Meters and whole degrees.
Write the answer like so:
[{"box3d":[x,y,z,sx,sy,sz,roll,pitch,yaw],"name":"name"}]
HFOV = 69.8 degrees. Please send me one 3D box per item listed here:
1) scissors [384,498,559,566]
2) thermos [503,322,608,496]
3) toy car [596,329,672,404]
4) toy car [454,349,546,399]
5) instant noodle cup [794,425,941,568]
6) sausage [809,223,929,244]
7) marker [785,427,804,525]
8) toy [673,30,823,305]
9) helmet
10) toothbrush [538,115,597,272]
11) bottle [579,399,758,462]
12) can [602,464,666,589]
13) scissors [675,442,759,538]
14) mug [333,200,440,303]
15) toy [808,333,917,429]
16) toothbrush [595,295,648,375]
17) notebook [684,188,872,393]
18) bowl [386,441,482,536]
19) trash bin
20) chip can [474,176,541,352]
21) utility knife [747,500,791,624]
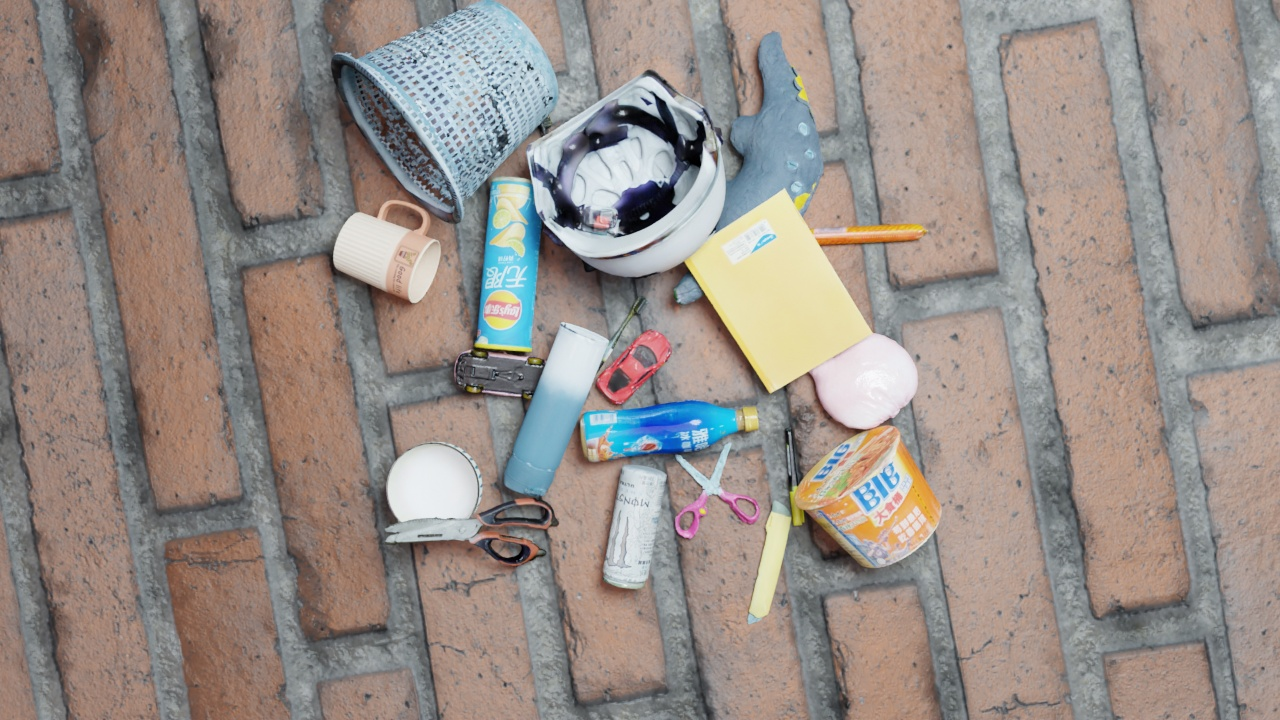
[{"box3d":[-0.204,0.218,1.118,0.206,0.015,0.194,-35,121,-19],"name":"scissors"},{"box3d":[-0.109,0.063,1.135,0.070,0.070,0.220,23,98,2],"name":"thermos"},{"box3d":[-0.007,0.007,1.159,0.106,0.031,0.049,-44,90,0],"name":"toy car"},{"box3d":[-0.174,0.017,1.164,0.122,0.037,0.056,8,97,-10],"name":"toy car"},{"box3d":[0.277,0.167,1.095,0.151,0.151,0.111,-39,97,2],"name":"instant noodle cup"},{"box3d":[0.277,-0.158,1.148,0.165,0.021,0.021,-2,90,3],"name":"sausage"},{"box3d":[0.194,0.146,1.157,0.015,0.018,0.124,-6,89,1],"name":"marker"},{"box3d":[0.146,-0.221,1.120,0.138,0.091,0.356,22,90,13],"name":"toy"},{"box3d":[-0.001,-0.193,1.080,0.229,0.146,0.258,-35,56,3],"name":"helmet"},{"box3d":[-0.093,-0.215,1.163,0.027,0.026,0.212,-19,89,-20],"name":"toothbrush"},{"box3d":[0.036,0.084,1.141,0.219,0.065,0.065,-6,90,2],"name":"bottle"},{"box3d":[-0.008,0.206,1.147,0.058,0.058,0.146,11,91,2],"name":"can"},{"box3d":[0.095,0.168,1.164,0.135,0.017,0.133,22,88,5],"name":"scissors"},{"box3d":[-0.310,-0.144,1.143,0.106,0.081,0.114,22,97,4],"name":"mug"},{"box3d":[0.261,0.008,1.135,0.121,0.054,0.159,-44,78,2],"name":"toy"},{"box3d":[-0.046,-0.003,1.167,0.012,0.017,0.186,33,93,-35],"name":"toothbrush"},{"box3d":[0.164,-0.079,1.096,0.146,0.010,0.206,-32,103,12],"name":"notebook"},{"box3d":[-0.253,0.158,1.153,0.116,0.066,0.116,0,90,2],"name":"bowl"},{"box3d":[-0.213,-0.307,1.079,0.194,0.227,0.226,-41,89,-17],"name":"trash bin"},{"box3d":[-0.162,-0.118,1.143,0.071,0.071,0.210,5,91,2],"name":"chip can"},{"box3d":[0.162,0.258,1.161,0.031,0.018,0.162,13,90,6],"name":"utility knife"}]
